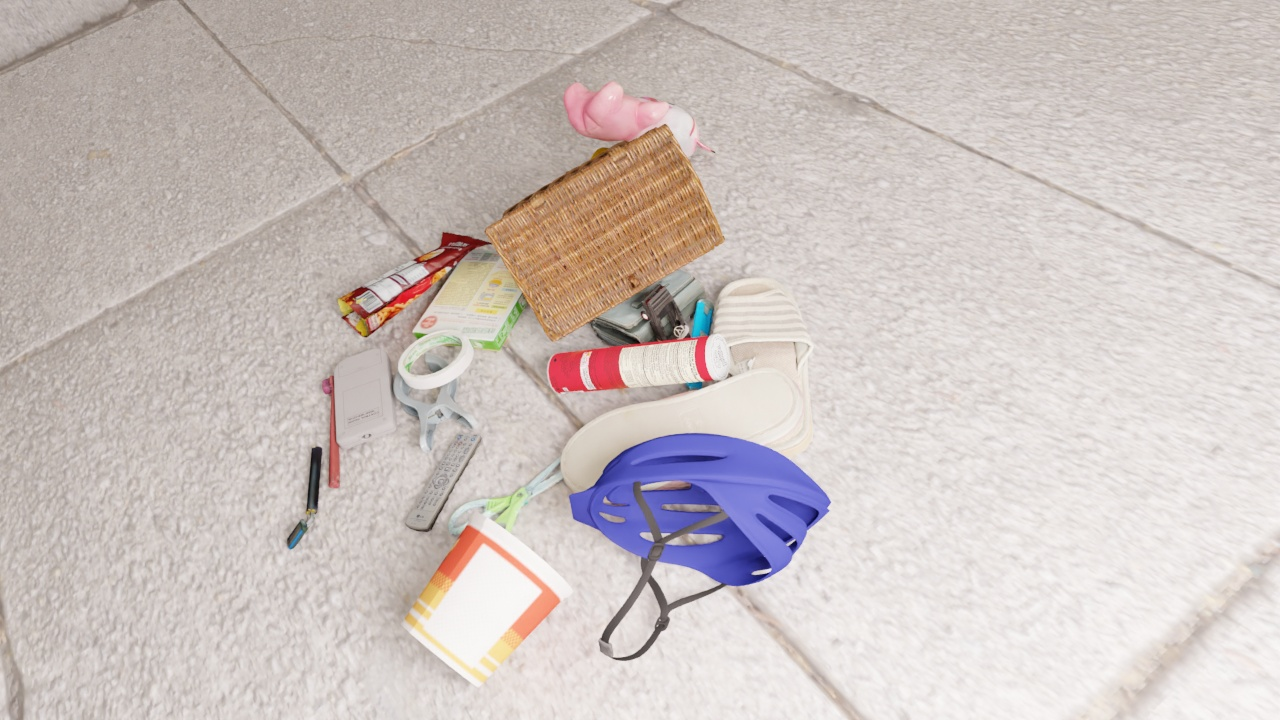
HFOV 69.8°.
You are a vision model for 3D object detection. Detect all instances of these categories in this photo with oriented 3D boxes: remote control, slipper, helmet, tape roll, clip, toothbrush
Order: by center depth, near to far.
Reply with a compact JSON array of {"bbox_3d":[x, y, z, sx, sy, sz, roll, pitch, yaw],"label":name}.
[{"bbox_3d":[0.047,0.171,0.839,0.242,0.148,0.227,6,47,10],"label":"helmet"},{"bbox_3d":[0.044,0.084,0.982,0.275,0.054,0.114,-19,56,14],"label":"slipper"},{"bbox_3d":[0.139,-0.003,1.048,0.114,0.054,0.272,-8,48,4],"label":"slipper"},{"bbox_3d":[-0.225,0.137,1.052,0.033,0.013,0.136,5,49,24],"label":"remote control"},{"bbox_3d":[-0.273,0.057,1.129,0.115,0.028,0.163,-30,41,-10],"label":"clip"},{"bbox_3d":[-0.388,0.087,1.151,0.016,0.016,0.189,-23,45,2],"label":"toothbrush"},{"bbox_3d":[-0.257,-0.002,1.152,0.094,0.018,0.093,-12,40,10],"label":"tape roll"},{"bbox_3d":[-0.353,0.046,1.176,0.074,0.019,0.151,-20,46,-2],"label":"remote control"}]

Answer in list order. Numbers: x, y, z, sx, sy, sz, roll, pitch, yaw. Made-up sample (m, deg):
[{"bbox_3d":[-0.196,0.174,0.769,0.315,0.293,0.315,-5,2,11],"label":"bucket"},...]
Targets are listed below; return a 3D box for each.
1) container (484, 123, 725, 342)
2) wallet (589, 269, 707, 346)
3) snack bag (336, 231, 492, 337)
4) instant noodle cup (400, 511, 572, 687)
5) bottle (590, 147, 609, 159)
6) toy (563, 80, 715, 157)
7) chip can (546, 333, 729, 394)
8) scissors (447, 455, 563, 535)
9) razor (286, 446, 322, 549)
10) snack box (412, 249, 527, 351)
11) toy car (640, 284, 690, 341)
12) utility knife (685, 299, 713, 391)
[{"bbox_3d":[-0.054,-0.170,1.159,0.250,0.162,0.183,-31,18,-3],"label":"container"},{"bbox_3d":[0.009,-0.068,1.154,0.100,0.054,0.131,26,54,34],"label":"wallet"},{"bbox_3d":[-0.320,-0.120,1.282,0.207,0.066,0.139,-43,28,-23],"label":"snack bag"},{"bbox_3d":[-0.151,0.231,0.874,0.123,0.123,0.121,25,66,35],"label":"instant noodle cup"},{"bbox_3d":[0.008,-0.260,1.319,0.164,0.071,0.070,18,55,30],"label":"bottle"},{"bbox_3d":[-0.001,-0.346,1.342,0.212,0.084,0.142,8,8,-38],"label":"toy"},{"bbox_3d":[-0.006,0.006,1.051,0.215,0.052,0.051,-6,45,30],"label":"chip can"},{"bbox_3d":[-0.125,0.155,1.007,0.175,0.032,0.093,-33,44,-9],"label":"scissors"},{"bbox_3d":[-0.389,0.156,1.083,0.043,0.022,0.144,-47,32,28],"label":"razor"},{"bbox_3d":[-0.215,-0.086,1.253,0.132,0.027,0.167,6,50,24],"label":"snack box"},{"bbox_3d":[0.033,-0.044,1.088,0.037,0.092,0.040,17,54,45],"label":"toy car"},{"bbox_3d":[0.070,-0.008,1.092,0.015,0.031,0.185,-31,36,40],"label":"utility knife"}]
